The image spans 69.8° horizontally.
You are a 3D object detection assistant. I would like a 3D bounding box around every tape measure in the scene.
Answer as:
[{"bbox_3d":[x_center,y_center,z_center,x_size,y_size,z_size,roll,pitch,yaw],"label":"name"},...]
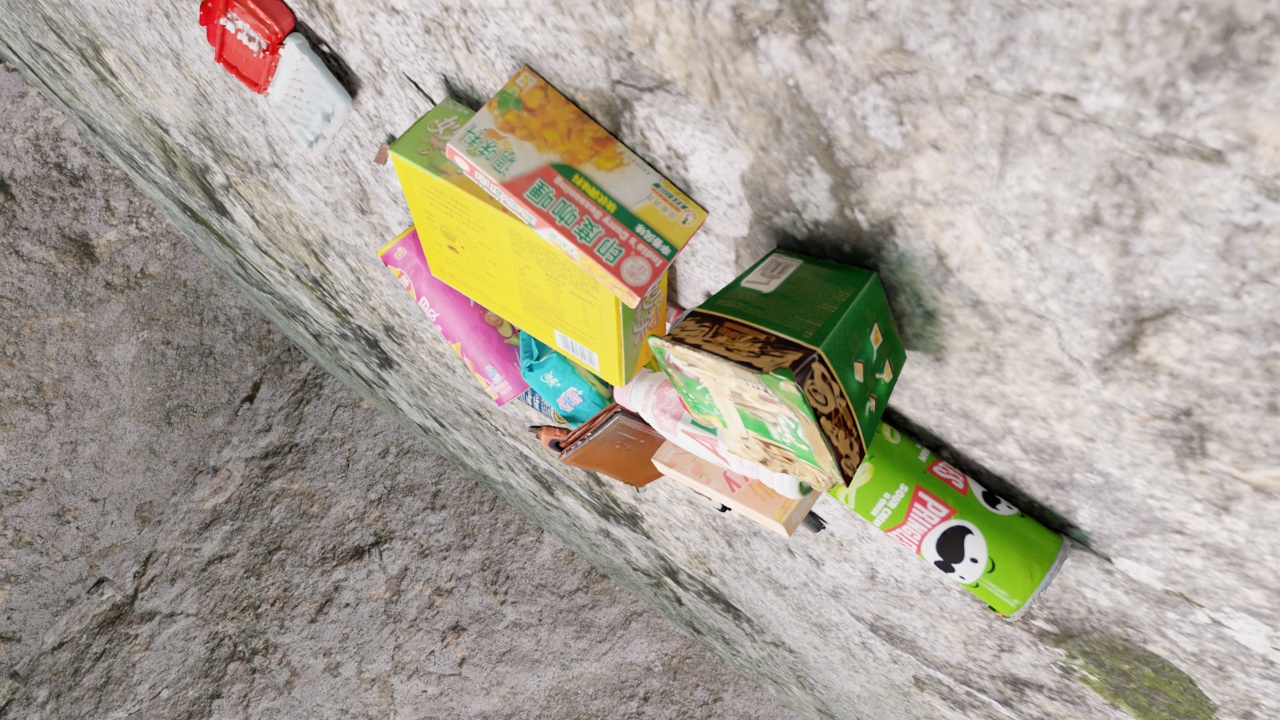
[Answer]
[{"bbox_3d":[0.078,0.143,1.072,0.066,0.033,0.066,28,158,30],"label":"tape measure"}]

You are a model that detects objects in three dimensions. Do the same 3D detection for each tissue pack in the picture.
[{"bbox_3d":[-0.076,0.013,0.972,0.133,0.050,0.093,47,-164,-31],"label":"tissue pack"}]

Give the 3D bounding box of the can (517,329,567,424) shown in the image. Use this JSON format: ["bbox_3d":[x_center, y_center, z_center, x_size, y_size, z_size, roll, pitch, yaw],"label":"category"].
[{"bbox_3d":[-0.117,0.020,1.083,0.111,0.075,0.075,29,160,28],"label":"can"}]

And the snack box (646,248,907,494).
[{"bbox_3d":[0.093,-0.003,0.555,0.118,0.105,0.117,20,153,43],"label":"snack box"}]

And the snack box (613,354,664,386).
[{"bbox_3d":[-0.005,0.005,0.904,0.086,0.026,0.156,26,159,32],"label":"snack box"}]

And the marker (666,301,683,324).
[{"bbox_3d":[-0.008,-0.059,0.763,0.145,0.017,0.017,33,162,17],"label":"marker"}]

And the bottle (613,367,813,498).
[{"bbox_3d":[0.065,0.052,0.790,0.197,0.068,0.068,23,157,32],"label":"bottle"}]

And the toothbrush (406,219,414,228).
[{"bbox_3d":[-0.191,-0.096,1.038,0.180,0.016,0.016,41,165,-9],"label":"toothbrush"}]

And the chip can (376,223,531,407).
[{"bbox_3d":[-0.190,-0.052,0.992,0.210,0.071,0.071,53,160,-10],"label":"chip can"}]

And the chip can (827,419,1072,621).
[{"bbox_3d":[0.181,0.088,0.662,0.236,0.072,0.072,34,163,15],"label":"chip can"}]

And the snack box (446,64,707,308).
[{"bbox_3d":[-0.040,-0.112,0.592,0.156,0.077,0.027,39,163,-1],"label":"snack box"}]

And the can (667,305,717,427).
[{"bbox_3d":[0.057,0.007,0.713,0.066,0.066,0.094,31,162,23],"label":"can"}]

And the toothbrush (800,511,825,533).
[{"bbox_3d":[0.117,0.125,0.980,0.189,0.016,0.014,36,164,14],"label":"toothbrush"}]

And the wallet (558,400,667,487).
[{"bbox_3d":[-0.005,0.086,0.912,0.124,0.032,0.101,23,137,-33],"label":"wallet"}]

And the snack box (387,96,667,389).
[{"bbox_3d":[-0.080,-0.088,0.708,0.210,0.069,0.158,31,154,18],"label":"snack box"}]

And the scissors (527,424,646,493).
[{"bbox_3d":[-0.008,0.090,0.962,0.225,0.015,0.190,18,143,-25],"label":"scissors"}]

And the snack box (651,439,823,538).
[{"bbox_3d":[0.093,0.092,0.828,0.157,0.084,0.026,22,153,43],"label":"snack box"}]

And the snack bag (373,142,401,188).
[{"bbox_3d":[-0.211,-0.166,0.885,0.104,0.026,0.048,43,156,-11],"label":"snack bag"}]

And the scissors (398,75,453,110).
[{"bbox_3d":[-0.134,-0.165,0.761,0.162,0.012,0.174,39,162,2],"label":"scissors"}]

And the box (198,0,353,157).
[{"bbox_3d":[-0.336,-0.272,0.853,0.158,0.039,0.201,44,162,-20],"label":"box"}]
